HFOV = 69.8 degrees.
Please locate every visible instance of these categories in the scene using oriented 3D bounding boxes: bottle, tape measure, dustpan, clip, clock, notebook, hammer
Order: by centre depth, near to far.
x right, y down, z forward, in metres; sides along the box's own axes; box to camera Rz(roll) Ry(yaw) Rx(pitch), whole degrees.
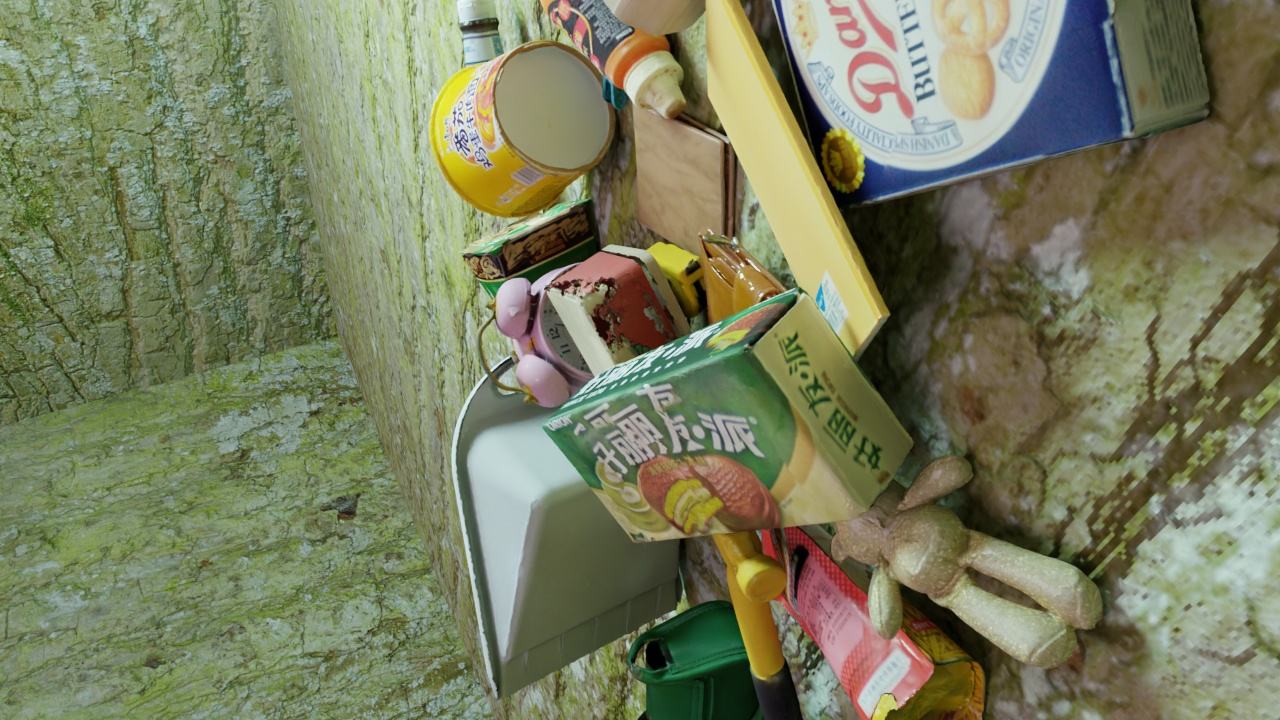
[{"bbox_3d":[0.080,-0.098,0.512,0.146,0.010,0.206,67,-179,-77],"label":"notebook"},{"bbox_3d":[-0.014,-0.229,0.647,0.149,0.066,0.067,57,154,17],"label":"bottle"},{"bbox_3d":[0.028,-0.058,0.689,0.060,0.028,0.057,35,157,51],"label":"tape measure"},{"bbox_3d":[0.096,0.229,0.691,0.128,0.033,0.301,-122,13,-62],"label":"hammer"},{"bbox_3d":[-0.021,-0.226,0.718,0.047,0.014,0.057,52,149,44],"label":"clip"},{"bbox_3d":[-0.062,-0.023,0.772,0.117,0.158,0.060,70,158,3],"label":"clock"},{"bbox_3d":[-0.070,0.128,0.839,0.143,0.222,0.258,34,127,39],"label":"dustpan"},{"bbox_3d":[-0.144,-0.251,0.897,0.044,0.079,0.195,22,125,58],"label":"bottle"}]

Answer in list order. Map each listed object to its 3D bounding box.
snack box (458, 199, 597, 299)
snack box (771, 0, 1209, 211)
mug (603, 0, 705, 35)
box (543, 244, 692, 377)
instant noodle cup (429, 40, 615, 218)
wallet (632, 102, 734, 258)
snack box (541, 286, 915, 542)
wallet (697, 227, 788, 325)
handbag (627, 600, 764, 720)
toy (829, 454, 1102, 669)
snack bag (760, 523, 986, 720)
[{"bbox_3d":[-0.093,-0.083,0.884,0.118,0.118,0.105,13,131,65],"label":"snack box"},{"bbox_3d":[0.124,-0.165,0.386,0.183,0.045,0.178,-2,105,66],"label":"snack box"},{"bbox_3d":[0.022,-0.263,0.515,0.104,0.084,0.124,156,111,-69],"label":"mug"},{"bbox_3d":[-0.004,0.004,0.702,0.168,0.080,0.091,62,163,-23],"label":"box"},{"bbox_3d":[-0.093,-0.197,0.765,0.110,0.137,0.138,-5,102,59],"label":"instant noodle cup"},{"bbox_3d":[0.031,-0.128,0.666,0.115,0.020,0.101,41,144,47],"label":"wallet"},{"bbox_3d":[0.041,0.046,0.574,0.114,0.063,0.241,53,147,-10],"label":"snack box"},{"bbox_3d":[0.082,-0.020,0.592,0.130,0.035,0.119,53,168,41],"label":"wallet"},{"bbox_3d":[0.048,0.281,0.793,0.068,0.120,0.131,-125,25,-48],"label":"handbag"},{"bbox_3d":[0.163,0.105,0.486,0.157,0.066,0.105,26,97,55],"label":"toy"},{"bbox_3d":[0.128,0.165,0.604,0.208,0.073,0.129,44,155,58],"label":"snack bag"}]
